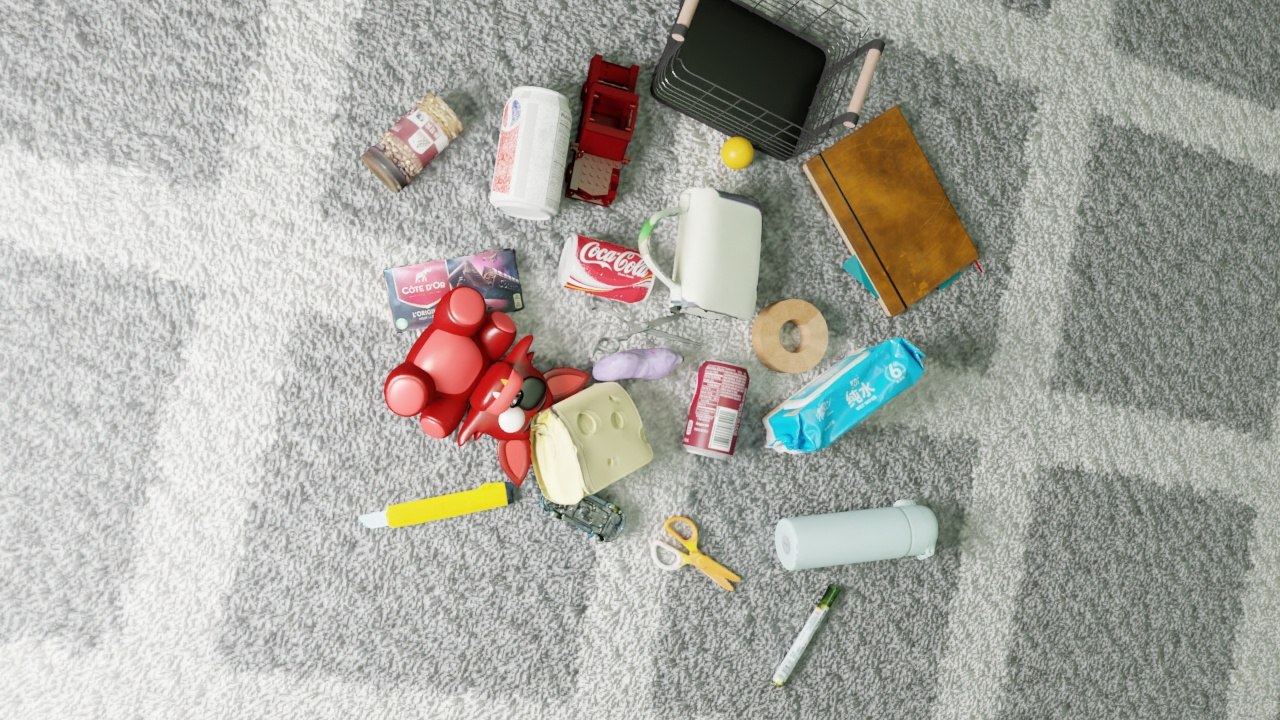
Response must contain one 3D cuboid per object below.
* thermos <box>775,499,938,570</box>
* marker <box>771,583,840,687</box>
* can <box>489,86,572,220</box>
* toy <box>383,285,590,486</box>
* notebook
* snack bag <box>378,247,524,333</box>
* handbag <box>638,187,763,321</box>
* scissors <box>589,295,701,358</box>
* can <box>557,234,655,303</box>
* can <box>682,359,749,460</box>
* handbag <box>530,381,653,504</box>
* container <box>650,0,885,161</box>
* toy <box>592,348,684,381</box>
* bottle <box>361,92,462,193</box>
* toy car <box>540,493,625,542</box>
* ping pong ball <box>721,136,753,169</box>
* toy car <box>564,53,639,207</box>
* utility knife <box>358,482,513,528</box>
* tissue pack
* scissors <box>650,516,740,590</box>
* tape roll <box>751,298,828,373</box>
[{"bbox_3d":[0.277,0.222,1.163,0.206,0.065,0.077,-3,64,-16],"label":"thermos"},{"bbox_3d":[0.211,0.350,1.168,0.017,0.017,0.146,37,80,-13],"label":"marker"},{"bbox_3d":[-0.124,-0.235,1.047,0.078,0.078,0.136,9,87,-16],"label":"can"},{"bbox_3d":[-0.170,0.028,1.018,0.197,0.121,0.158,36,77,-21],"label":"toy"},{"bbox_3d":[0.330,-0.185,1.208,0.178,0.014,0.249,-34,98,-14],"label":"notebook"},{"bbox_3d":[-0.213,-0.081,1.053,0.155,0.018,0.074,-12,94,-14],"label":"snack bag"},{"bbox_3d":[0.059,-0.129,1.084,0.175,0.074,0.151,7,87,-41],"label":"handbag"},{"bbox_3d":[-0.006,-0.033,1.071,0.141,0.014,0.171,29,36,11],"label":"scissors"},{"bbox_3d":[-0.039,-0.106,1.077,0.104,0.064,0.064,13,86,-15],"label":"can"},{"bbox_3d":[0.092,0.060,1.113,0.063,0.063,0.114,14,86,-15],"label":"can"},{"bbox_3d":[-0.060,0.092,1.036,0.119,0.081,0.111,-25,105,-44],"label":"handbag"},{"bbox_3d":[0.144,-0.363,1.097,0.241,0.130,0.162,22,84,-15],"label":"container"},{"bbox_3d":[-0.006,0.006,1.085,0.099,0.080,0.036,-1,74,-34],"label":"toy"},{"bbox_3d":[-0.253,-0.242,1.022,0.056,0.056,0.105,45,78,-11],"label":"bottle"},{"bbox_3d":[-0.068,0.176,1.082,0.105,0.032,0.048,29,81,-12],"label":"toy car"},{"bbox_3d":[0.120,-0.257,1.136,0.040,0.040,0.040,0,89,-16],"label":"ping pong ball"},{"bbox_3d":[-0.042,-0.272,1.079,0.070,0.062,0.169,11,86,-15],"label":"toy car"},{"bbox_3d":[-0.230,0.166,1.045,0.175,0.017,0.030,-9,87,-16],"label":"utility knife"},{"bbox_3d":[0.242,0.048,1.129,0.209,0.117,0.066,-35,93,-14],"label":"tissue pack"},{"bbox_3d":[0.068,0.252,1.131,0.131,0.013,0.073,43,80,-10],"label":"scissors"},{"bbox_3d":[0.189,-0.030,1.160,0.094,0.027,0.094,0,89,-16],"label":"tape roll"}]
